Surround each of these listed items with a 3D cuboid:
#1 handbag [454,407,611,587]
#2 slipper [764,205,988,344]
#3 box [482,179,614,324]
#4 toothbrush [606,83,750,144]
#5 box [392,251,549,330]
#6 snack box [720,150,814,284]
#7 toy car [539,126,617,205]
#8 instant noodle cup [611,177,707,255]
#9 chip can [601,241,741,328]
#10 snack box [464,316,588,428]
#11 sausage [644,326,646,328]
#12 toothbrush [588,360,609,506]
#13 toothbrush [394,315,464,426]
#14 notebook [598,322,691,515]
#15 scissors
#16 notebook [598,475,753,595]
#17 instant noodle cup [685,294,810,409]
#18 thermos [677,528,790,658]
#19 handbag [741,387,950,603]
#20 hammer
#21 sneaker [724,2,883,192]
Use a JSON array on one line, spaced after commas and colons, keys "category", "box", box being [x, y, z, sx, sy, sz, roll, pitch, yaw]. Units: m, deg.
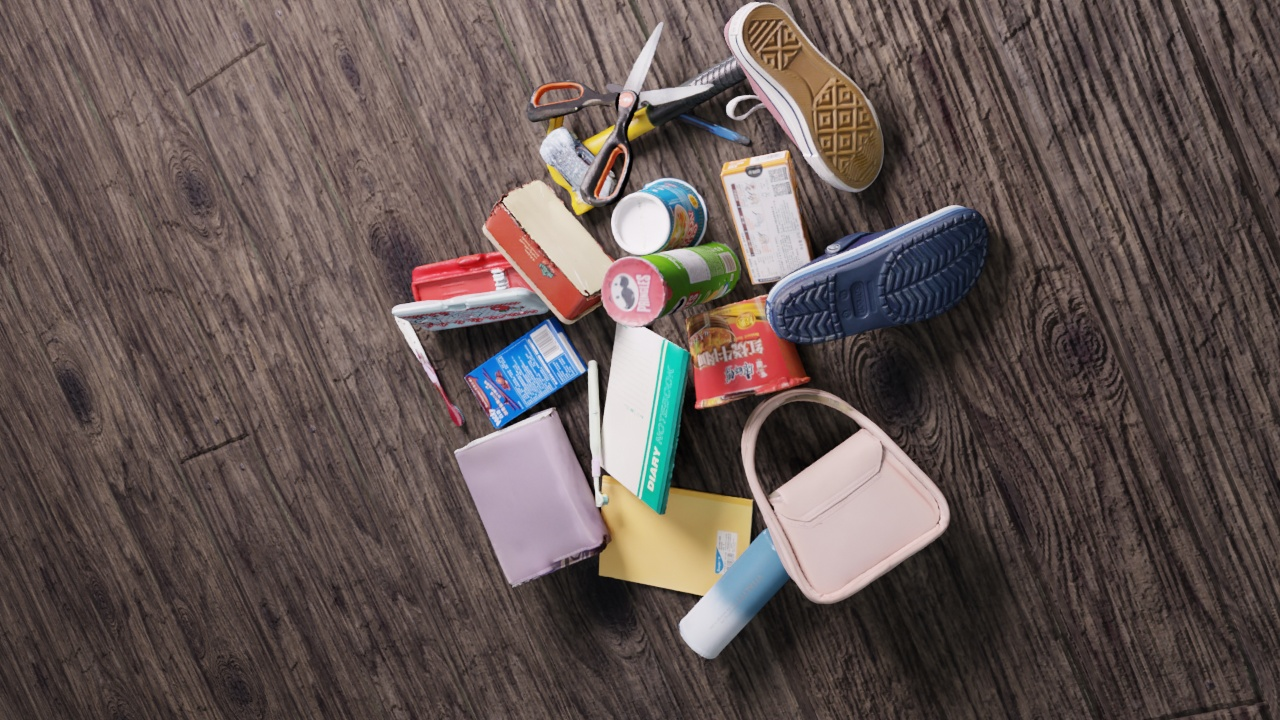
[{"category": "handbag", "box": [-0.138, 0.177, 1.214, 0.145, 0.098, 0.197, -22, 93, 19]}, {"category": "slipper", "box": [0.256, -0.091, 1.010, 0.253, 0.095, 0.105, -22, 118, 1]}, {"category": "box", "box": [-0.103, -0.140, 1.128, 0.168, 0.091, 0.078, 49, 136, 4]}, {"category": "toothbrush", "box": [0.045, -0.293, 1.090, 0.189, 0.016, 0.014, 24, 107, 11]}, {"category": "box", "box": [-0.220, -0.086, 1.185, 0.202, 0.100, 0.095, -7, 100, 21]}, {"category": "snack box", "box": [0.146, -0.157, 1.038, 0.075, 0.026, 0.154, -7, 128, 20]}, {"category": "toy car", "box": [-0.075, -0.229, 1.094, 0.105, 0.031, 0.049, 45, 119, -3]}, {"category": "instant noodle cup", "box": [0.016, -0.163, 1.076, 0.099, 0.109, 0.099, 5, 104, 19]}, {"category": "chip can", "box": [0.042, -0.089, 1.014, 0.072, 0.235, 0.072, 6, 103, 24]}, {"category": "snack box", "box": [-0.153, 0.017, 1.223, 0.157, 0.026, 0.084, -32, 89, 23]}, {"category": "sausage", "box": [-0.007, 0.007, 1.170, 0.021, 0.021, 0.165, 9, 105, 18]}, {"category": "toothbrush", "box": [-0.056, 0.094, 1.192, 0.020, 0.029, 0.189, -4, 89, 1]}, {"category": "toothbrush", "box": [-0.293, 0.009, 1.280, 0.016, 0.017, 0.187, -30, 88, 15]}, {"category": "notebook", "box": [0.002, 0.065, 1.133, 0.150, 0.012, 0.209, 31, 119, 50]}, {"category": "scissors", "box": [-0.030, -0.281, 1.043, 0.234, 0.021, 0.220, 3, 80, 21]}, {"category": "notebook", "box": [0.043, 0.235, 1.209, 0.206, 0.010, 0.146, 6, 104, 19]}, {"category": "instant noodle cup", "box": [0.118, -0.011, 1.068, 0.138, 0.137, 0.108, -16, 87, 22]}, {"category": "thermos", "box": [0.137, 0.276, 1.143, 0.070, 0.070, 0.221, 40, 108, 8]}, {"category": "handbag", "box": [0.213, 0.139, 1.047, 0.193, 0.093, 0.234, -35, 88, -3]}, {"category": "hammer", "box": [0.014, -0.288, 1.076, 0.301, 0.032, 0.129, -23, 102, 26]}, {"category": "sneaker", "box": [0.172, -0.283, 0.996, 0.118, 0.088, 0.241, -48, 113, -2]}]
